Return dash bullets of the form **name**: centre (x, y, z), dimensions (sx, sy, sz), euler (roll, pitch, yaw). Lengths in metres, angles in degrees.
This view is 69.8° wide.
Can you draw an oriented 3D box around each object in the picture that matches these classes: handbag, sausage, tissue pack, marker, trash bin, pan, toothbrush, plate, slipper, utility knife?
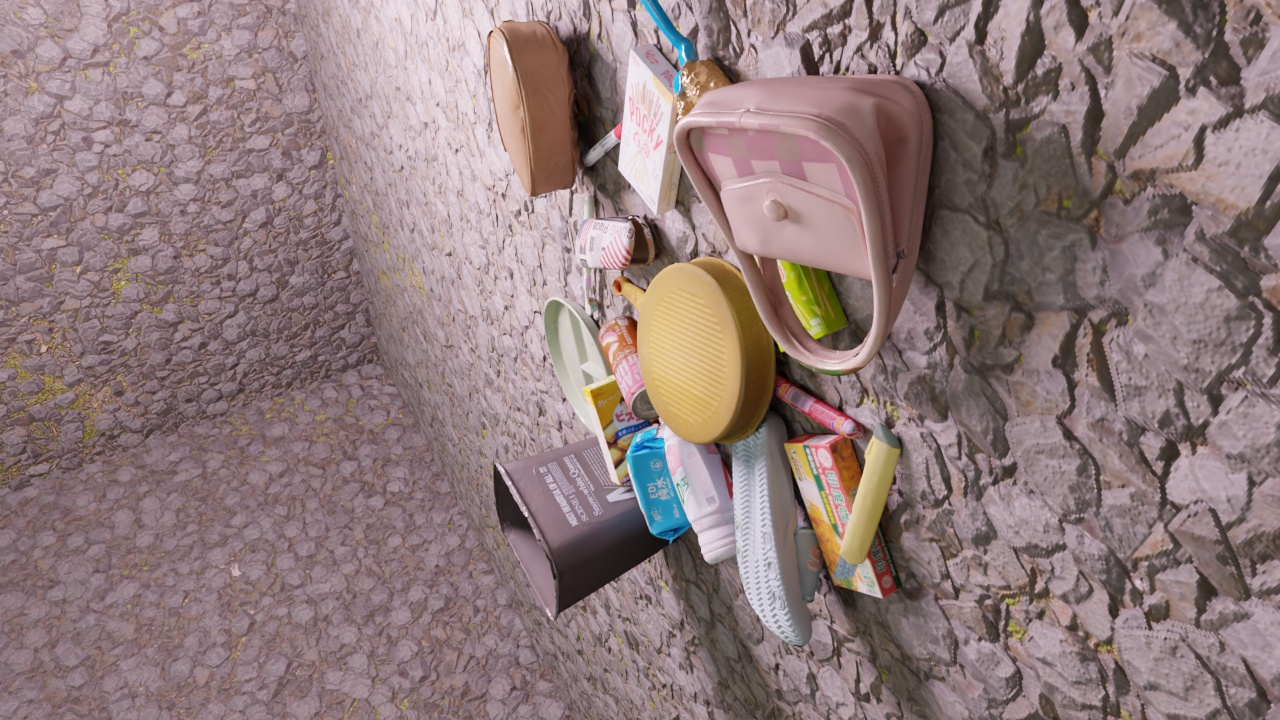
- **handbag**: centre (0.130, -0.096, 0.704), dimensions (0.193, 0.093, 0.234), euler (24, 137, 51)
- **sausage**: centre (0.159, 0.042, 0.869), dimensions (0.156, 0.020, 0.020), euler (36, 142, 53)
- **tissue pack**: centre (0.026, 0.156, 1.183), dimensions (0.089, 0.063, 0.140), euler (-60, -47, -74)
- **marker**: centre (-0.040, -0.250, 1.064), dimensions (0.145, 0.017, 0.017), euler (-11, 100, 68)
- **handbag**: centre (-0.124, -0.308, 1.107), dimensions (0.147, 0.099, 0.205), euler (-123, 23, -44)
- **trash bin**: centre (-0.072, 0.216, 1.305), dimensions (0.199, 0.219, 0.199), euler (55, 156, 31)
- **pan**: centre (0.036, -0.036, 1.029), dimensions (0.357, 0.078, 0.198), euler (31, 123, 51)
- **toothbrush**: centre (-0.067, -0.140, 1.229), dimensions (0.029, 0.020, 0.190), euler (-87, 0, -47)
- **plate**: centre (-0.087, 0.008, 1.402), dimensions (0.230, 0.027, 0.231), euler (49, 151, 39)
- **slipper**: centre (0.147, 0.171, 0.957), dimensions (0.104, 0.074, 0.245), euler (168, 96, -69)
- **utility knife**: centre (0.200, 0.133, 0.820), dimensions (0.031, 0.019, 0.177), euler (28, 120, 30)

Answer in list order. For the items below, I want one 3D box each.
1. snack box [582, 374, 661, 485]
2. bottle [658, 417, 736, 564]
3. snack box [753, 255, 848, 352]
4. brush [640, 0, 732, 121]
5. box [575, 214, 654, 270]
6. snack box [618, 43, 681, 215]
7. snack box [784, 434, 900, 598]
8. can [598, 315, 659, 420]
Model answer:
- **snack box**: centre (-0.015, 0.087, 1.229), dimensions (0.034, 0.086, 0.140), euler (7, 117, 67)
- **bottle**: centre (0.074, 0.143, 1.106), dimensions (0.197, 0.068, 0.068), euler (68, 159, 11)
- **snack box**: centre (0.125, -0.090, 0.818), dimensions (0.156, 0.026, 0.086), euler (68, 158, 2)
- **brush**: centre (0.024, -0.294, 0.821), dimensions (0.254, 0.045, 0.083), euler (63, 162, -3)
- **box**: centre (-0.044, -0.141, 1.097), dimensions (0.164, 0.076, 0.075), euler (-159, 56, -65)
- **snack box**: centre (0.013, -0.234, 0.943), dimensions (0.084, 0.026, 0.157), euler (55, 156, 29)
- **snack box**: centre (0.193, 0.147, 0.880), dimensions (0.077, 0.027, 0.156), euler (-9, 103, 66)
- **can**: centre (-0.007, 0.007, 1.132), dimensions (0.147, 0.058, 0.058), euler (-116, 18, -48)
